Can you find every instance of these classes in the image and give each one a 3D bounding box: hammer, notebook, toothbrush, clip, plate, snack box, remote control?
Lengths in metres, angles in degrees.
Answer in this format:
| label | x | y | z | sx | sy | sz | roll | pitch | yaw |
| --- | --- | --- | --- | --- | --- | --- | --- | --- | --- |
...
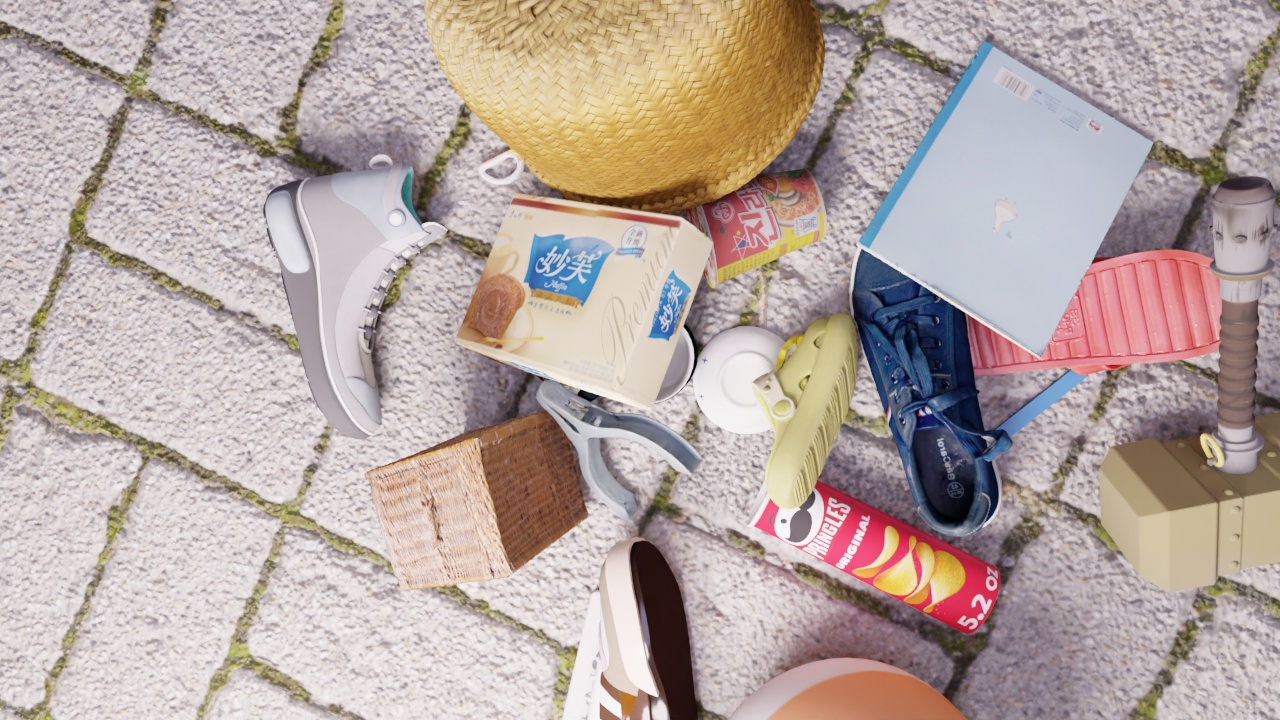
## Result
| label | x | y | z | sx | sy | sz | roll | pitch | yaw |
| --- | --- | --- | --- | --- | --- | --- | --- | --- | --- |
| hammer | 0.476 | 0.013 | 0.730 | 0.190 | 0.100 | 0.325 | -13 | 115 | 7 |
| notebook | 0.324 | -0.149 | 0.804 | 0.181 | 0.009 | 0.253 | 34 | 72 | 4 |
| toothbrush | 0.348 | 0.059 | 0.857 | 0.166 | 0.014 | 0.016 | -39 | 86 | 2 |
| clip | -0.006 | 0.079 | 0.824 | 0.165 | 0.031 | 0.169 | -8 | 124 | 42 |
| plate | 0.101 | 0.019 | 0.874 | 0.104 | 0.026 | 0.104 | 0 | 92 | 7 |
| snack box | -0.055 | -0.058 | 0.799 | 0.208 | 0.055 | 0.153 | 16 | 83 | 39 |
| remote control | -0.042 | 0.302 | 0.909 | 0.045 | 0.008 | 0.146 | 13 | 94 | 6 |

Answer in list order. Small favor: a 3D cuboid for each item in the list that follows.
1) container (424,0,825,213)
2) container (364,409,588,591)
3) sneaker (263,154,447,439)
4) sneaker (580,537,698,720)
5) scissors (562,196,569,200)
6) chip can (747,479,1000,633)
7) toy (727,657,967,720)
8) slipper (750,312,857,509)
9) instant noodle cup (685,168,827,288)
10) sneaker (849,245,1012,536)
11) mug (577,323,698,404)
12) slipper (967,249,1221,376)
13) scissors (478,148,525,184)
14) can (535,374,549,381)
| label | x | y | z | sx | sy | sz | roll | pitch | yaw |
| --- | --- | --- | --- | --- | --- | --- | --- | --- | --- |
| container | -0.017 | -0.287 | 0.755 | 0.307 | 0.196 | 0.306 | -5 | 76 | 19 |
| container | -0.139 | 0.119 | 0.820 | 0.113 | 0.198 | 0.114 | -14 | 91 | 18 |
| sneaker | -0.254 | -0.062 | 0.888 | 0.160 | 0.093 | 0.256 | -17 | 91 | -2 |
| sneaker | -0.018 | 0.314 | 0.867 | 0.117 | 0.111 | 0.294 | -8 | 92 | 20 |
| scissors | -0.060 | -0.109 | 0.892 | 0.119 | 0.019 | 0.151 | -11 | 95 | 3 |
| chip can | 0.213 | 0.171 | 0.845 | 0.220 | 0.069 | 0.069 | 26 | 94 | 5 |
| toy | 0.182 | 0.391 | 0.755 | 0.265 | 0.281 | 0.263 | -23 | 89 | -14 |
| slipper | 0.140 | 0.042 | 0.826 | 0.082 | 0.092 | 0.190 | 11 | 62 | 28 |
| instant noodle cup | 0.105 | -0.130 | 0.839 | 0.112 | 0.100 | 0.100 | -16 | 90 | -1 |
| sneaker | 0.248 | 0.013 | 0.795 | 0.121 | 0.127 | 0.294 | -14 | 86 | 26 |
| mug | -0.005 | 0.005 | 0.851 | 0.122 | 0.094 | 0.085 | -32 | 88 | 6 |
| slipper | 0.398 | -0.039 | 0.824 | 0.249 | 0.059 | 0.103 | -8 | 90 | 22 |
| scissors | -0.109 | -0.217 | 0.897 | 0.131 | 0.011 | 0.125 | -40 | 86 | 8 |
| can | -0.108 | -0.010 | 0.894 | 0.080 | 0.031 | 0.031 | 39 | 95 | 4 |
